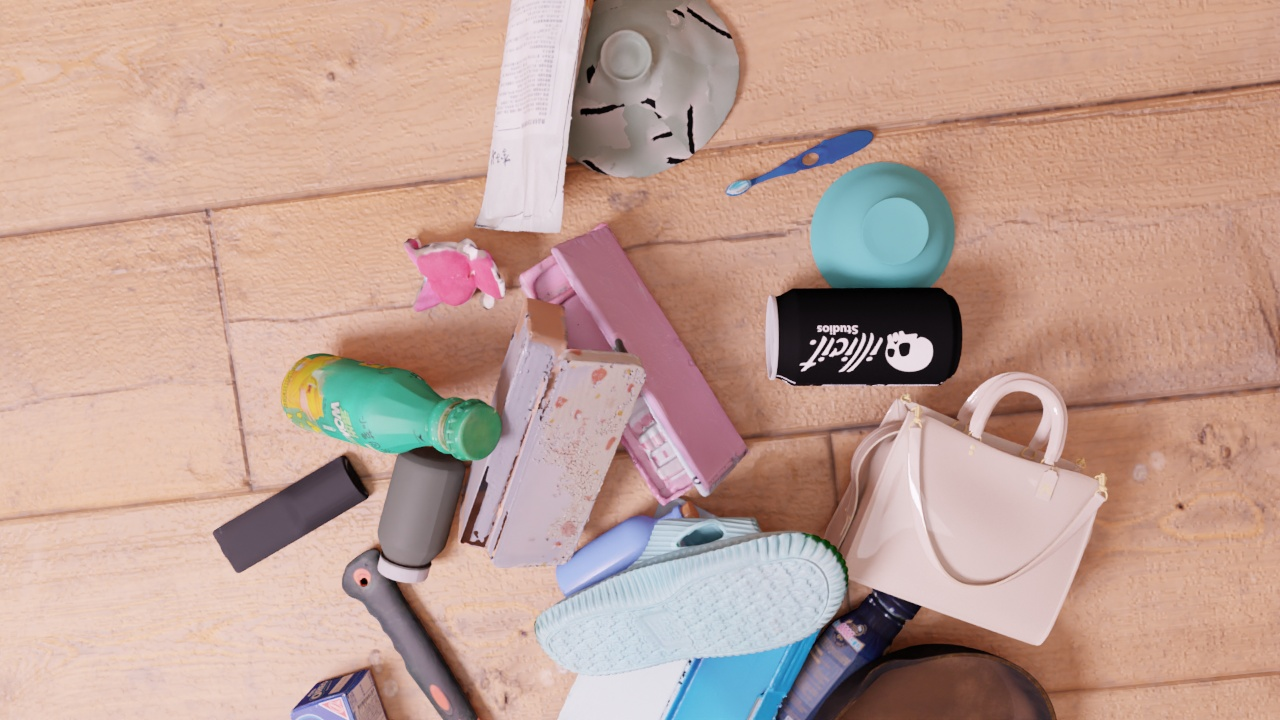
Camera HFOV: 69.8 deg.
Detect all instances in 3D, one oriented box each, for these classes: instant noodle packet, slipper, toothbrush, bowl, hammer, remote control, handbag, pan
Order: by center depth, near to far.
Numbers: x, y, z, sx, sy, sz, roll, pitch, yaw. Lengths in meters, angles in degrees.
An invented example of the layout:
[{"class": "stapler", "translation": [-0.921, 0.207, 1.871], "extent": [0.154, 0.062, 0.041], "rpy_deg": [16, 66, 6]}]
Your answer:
[{"class": "instant noodle packet", "translation": [-0.075, -0.235, 0.726], "extent": [0.057, 0.147, 0.269], "rpy_deg": [6, 95, -33]}, {"class": "slipper", "translation": [0.036, 0.186, 0.729], "extent": [0.277, 0.069, 0.116], "rpy_deg": [-23, 116, 26]}, {"class": "handbag", "translation": [0.268, 0.101, 0.734], "extent": [0.194, 0.101, 0.198], "rpy_deg": [20, 103, -2]}, {"class": "bowl", "translation": [-0.008, -0.240, 0.746], "extent": [0.174, 0.068, 0.174], "rpy_deg": [0, 94, 5]}, {"class": "bowl", "translation": [0.205, -0.105, 0.757], "extent": [0.121, 0.046, 0.121], "rpy_deg": [0, 95, 2]}, {"class": "pan", "translation": [0.176, 0.362, 0.760], "extent": [0.356, 0.043, 0.249], "rpy_deg": [-28, 110, -3]}, {"class": "toothbrush", "translation": [0.134, -0.166, 0.771], "extent": [0.132, 0.016, 0.021], "rpy_deg": [-21, 96, 5]}, {"class": "remote control", "translation": [-0.311, 0.137, 0.812], "extent": [0.140, 0.021, 0.045], "rpy_deg": [-30, 91, 6]}, {"class": "hammer", "translation": [-0.163, 0.314, 0.816], "extent": [0.133, 0.033, 0.333], "rpy_deg": [-33, 92, 6]}]

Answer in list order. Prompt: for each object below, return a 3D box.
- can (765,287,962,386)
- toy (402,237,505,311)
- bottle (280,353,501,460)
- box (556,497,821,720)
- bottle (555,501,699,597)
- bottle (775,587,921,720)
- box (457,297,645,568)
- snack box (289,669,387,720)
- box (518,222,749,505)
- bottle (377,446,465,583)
[{"class": "can", "translation": [0.179, -0.019, 0.748], "extent": [0.146, 0.080, 0.080], "rpy_deg": [0, 94, 2]}, {"class": "toy", "translation": [-0.151, -0.075, 0.776], "extent": [0.102, 0.050, 0.065], "rpy_deg": [4, 117, 30]}, {"class": "bottle", "translation": [-0.197, 0.039, 0.725], "extent": [0.210, 0.068, 0.068], "rpy_deg": [9, 96, 36]}, {"class": "box", "translation": [0.049, 0.258, 0.796], "extent": [0.174, 0.063, 0.243], "rpy_deg": [28, 96, 29]}, {"class": "bottle", "translation": [-0.007, 0.160, 0.777], "extent": [0.131, 0.048, 0.048], "rpy_deg": [-34, 92, 14]}, {"class": "bottle", "translation": [0.176, 0.253, 0.782], "extent": [0.056, 0.056, 0.161], "rpy_deg": [38, 95, -1]}, {"class": "box", "translation": [-0.087, 0.060, 0.735], "extent": [0.094, 0.107, 0.217], "rpy_deg": [-3, 128, -37]}, {"class": "snack box", "translation": [-0.238, 0.393, 0.812], "extent": [0.059, 0.059, 0.226], "rpy_deg": [-17, 94, 7]}, {"class": "box", "translation": [-0.002, 0.003, 0.745], "extent": [0.099, 0.098, 0.232], "rpy_deg": [-31, 92, -3]}, {"class": "bottle", "translation": [-0.190, 0.131, 0.787], "extent": [0.060, 0.060, 0.108], "rpy_deg": [16, 95, 1]}]
